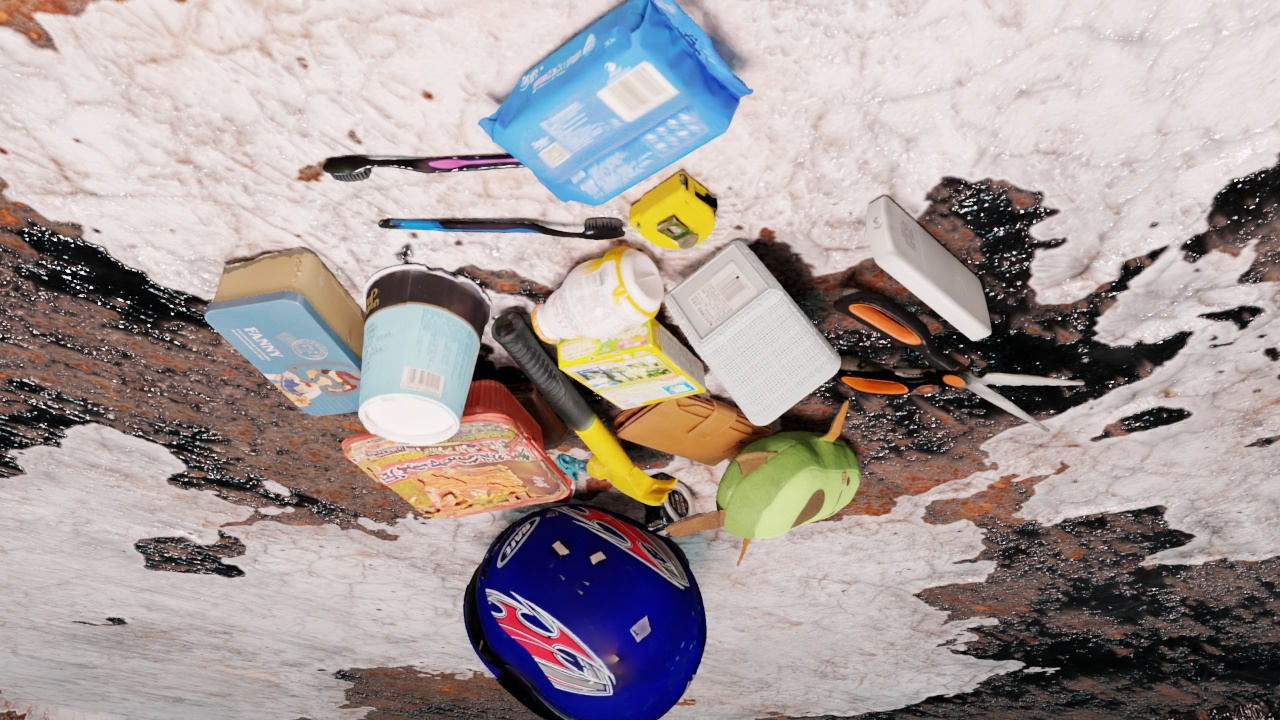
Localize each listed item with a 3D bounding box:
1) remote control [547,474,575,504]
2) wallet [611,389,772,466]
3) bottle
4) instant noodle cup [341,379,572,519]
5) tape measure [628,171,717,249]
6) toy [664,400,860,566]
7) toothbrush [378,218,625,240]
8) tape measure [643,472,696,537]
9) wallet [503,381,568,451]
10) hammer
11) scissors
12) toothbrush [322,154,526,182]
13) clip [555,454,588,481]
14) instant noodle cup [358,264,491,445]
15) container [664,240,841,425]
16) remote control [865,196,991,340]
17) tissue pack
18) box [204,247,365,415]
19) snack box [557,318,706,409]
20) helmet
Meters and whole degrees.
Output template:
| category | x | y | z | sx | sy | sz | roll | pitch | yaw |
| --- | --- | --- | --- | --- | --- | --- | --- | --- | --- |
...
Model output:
| category | x | y | z | sx | sy | sz | roll | pitch | yaw |
| --- | --- | --- | --- | --- | --- | --- | --- | --- | --- |
| remote control | -0.145 | 0.146 | 1.071 | 0.136 | 0.020 | 0.056 | 7 | 147 | -11 |
| wallet | 0.054 | 0.068 | 0.942 | 0.131 | 0.031 | 0.108 | 21 | 143 | -31 |
| bottle | -0.037 | -0.047 | 0.733 | 0.109 | 0.063 | 0.063 | -22 | 141 | 31 |
| instant noodle cup | -0.164 | 0.084 | 0.865 | 0.165 | 0.079 | 0.189 | -10 | 147 | 13 |
| tape measure | 0.027 | -0.105 | 0.675 | 0.060 | 0.028 | 0.057 | -27 | 139 | 36 |
| toy | 0.146 | 0.128 | 0.936 | 0.246 | 0.090 | 0.227 | -2 | 133 | -47 |
| toothbrush | -0.106 | -0.103 | 0.698 | 0.189 | 0.016 | 0.014 | 2 | 156 | 2 |
| tape measure | 0.033 | 0.172 | 1.066 | 0.034 | 0.065 | 0.066 | -28 | 137 | 32 |
| wallet | -0.146 | 0.062 | 0.934 | 0.125 | 0.032 | 0.101 | -10 | 143 | 14 |
| hammer | -0.055 | 0.056 | 0.883 | 0.129 | 0.032 | 0.301 | 20 | 156 | 38 |
| scissors | 0.245 | 0.002 | 0.770 | 0.221 | 0.021 | 0.235 | 36 | 158 | -28 |
| toothbrush | -0.128 | -0.136 | 0.643 | 0.189 | 0.014 | 0.018 | -2 | 157 | 2 |
| clip | -0.076 | 0.121 | 1.038 | 0.034 | 0.013 | 0.054 | -23 | 140 | 30 |
| instant noodle cup | -0.183 | 0.002 | 0.757 | 0.111 | 0.120 | 0.111 | 0 | 147 | 0 |
| container | 0.085 | -0.024 | 0.729 | 0.090 | 0.090 | 0.111 | -38 | 134 | 8 |
| remote control | 0.222 | -0.068 | 0.703 | 0.150 | 0.058 | 0.021 | 29 | 138 | -35 |
| tissue pack | -0.018 | -0.158 | 0.573 | 0.157 | 0.052 | 0.095 | -24 | 138 | 32 |
| box | -0.283 | -0.023 | 0.777 | 0.090 | 0.061 | 0.184 | -9 | 148 | 13 |
| snack box | -0.005 | 0.005 | 0.815 | 0.087 | 0.033 | 0.140 | -13 | 159 | 20 |
| helmet | -0.077 | 0.284 | 1.073 | 0.316 | 0.246 | 0.241 | 25 | 147 | 23 |
